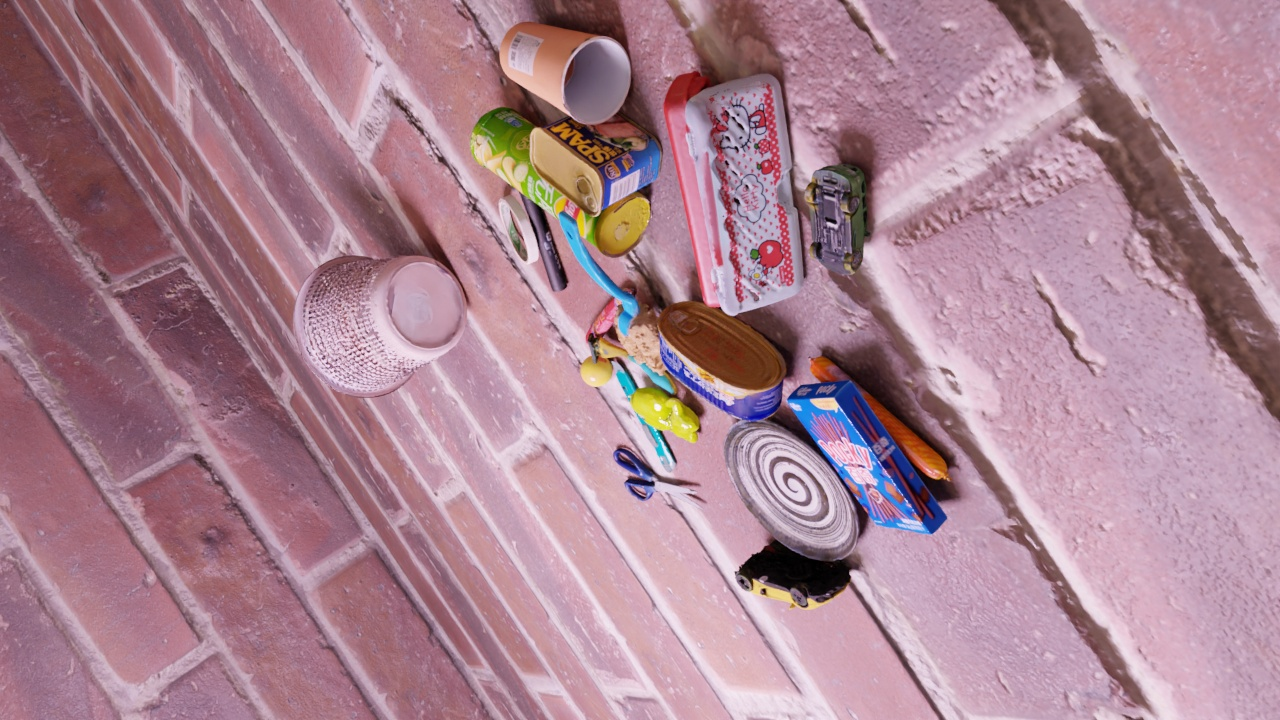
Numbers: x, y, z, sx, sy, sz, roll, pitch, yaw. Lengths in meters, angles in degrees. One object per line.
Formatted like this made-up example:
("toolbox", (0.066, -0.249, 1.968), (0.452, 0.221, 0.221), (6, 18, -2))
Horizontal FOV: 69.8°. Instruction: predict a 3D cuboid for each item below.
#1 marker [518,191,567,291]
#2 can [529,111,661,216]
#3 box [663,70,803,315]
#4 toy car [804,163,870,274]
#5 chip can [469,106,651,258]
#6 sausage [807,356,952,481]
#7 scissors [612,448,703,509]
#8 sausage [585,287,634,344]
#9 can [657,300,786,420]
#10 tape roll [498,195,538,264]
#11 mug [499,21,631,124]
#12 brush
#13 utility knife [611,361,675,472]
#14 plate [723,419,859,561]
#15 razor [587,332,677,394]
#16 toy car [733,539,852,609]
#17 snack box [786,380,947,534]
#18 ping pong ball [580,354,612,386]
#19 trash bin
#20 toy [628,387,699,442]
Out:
("marker", (-0.117, -0.144, 1.099), (0.022, 0.020, 0.132), (8, 126, 41))
("can", (-0.042, -0.196, 0.879), (0.102, 0.083, 0.057), (40, 147, 24))
("box", (0.087, -0.140, 0.775), (0.099, 0.095, 0.202), (-4, 124, 16))
("toy car", (0.157, -0.111, 0.723), (0.043, 0.036, 0.091), (26, 138, 39))
("chip can", (-0.089, -0.192, 0.962), (0.221, 0.072, 0.073), (38, 146, 28))
("sausage", (0.211, 0.050, 0.818), (0.165, 0.021, 0.021), (44, 148, 20))
("scissors", (0.023, 0.170, 1.211), (0.171, 0.012, 0.141), (40, 147, 28))
("sausage", (-0.038, -0.051, 1.079), (0.020, 0.020, 0.156), (53, 150, 5))
("can", (0.079, -0.001, 0.907), (0.148, 0.074, 0.049), (36, 148, 31))
("tape roll", (-0.149, -0.159, 1.115), (0.085, 0.013, 0.086), (55, 160, 30))
("mug", (-0.077, -0.277, 0.863), (0.123, 0.078, 0.078), (34, 144, 39))
("brush", (-0.025, -0.065, 0.942), (0.083, 0.046, 0.255), (41, 172, 38))
("utility knife", (0.004, 0.072, 1.144), (0.029, 0.013, 0.164), (-11, 110, 55))
("plate", (0.161, 0.133, 0.971), (0.179, 0.024, 0.180), (35, 145, 29))
("razor", (-0.006, 0.006, 1.077), (0.133, 0.028, 0.043), (27, 146, 30))
("toy car", (0.168, 0.241, 1.016), (0.156, 0.071, 0.041), (-2, 117, 55))
("snack box", (0.203, 0.088, 0.830), (0.157, 0.026, 0.085), (53, 162, -9))
("ping pong ball", (-0.055, 0.013, 1.142), (0.040, 0.040, 0.040), (36, 145, 31))
("trash bin", (-0.374, -0.066, 1.379), (0.193, 0.226, 0.227), (-11, 110, 45))
("toy", (0.028, 0.061, 1.078), (0.100, 0.031, 0.097), (34, 155, 18))
